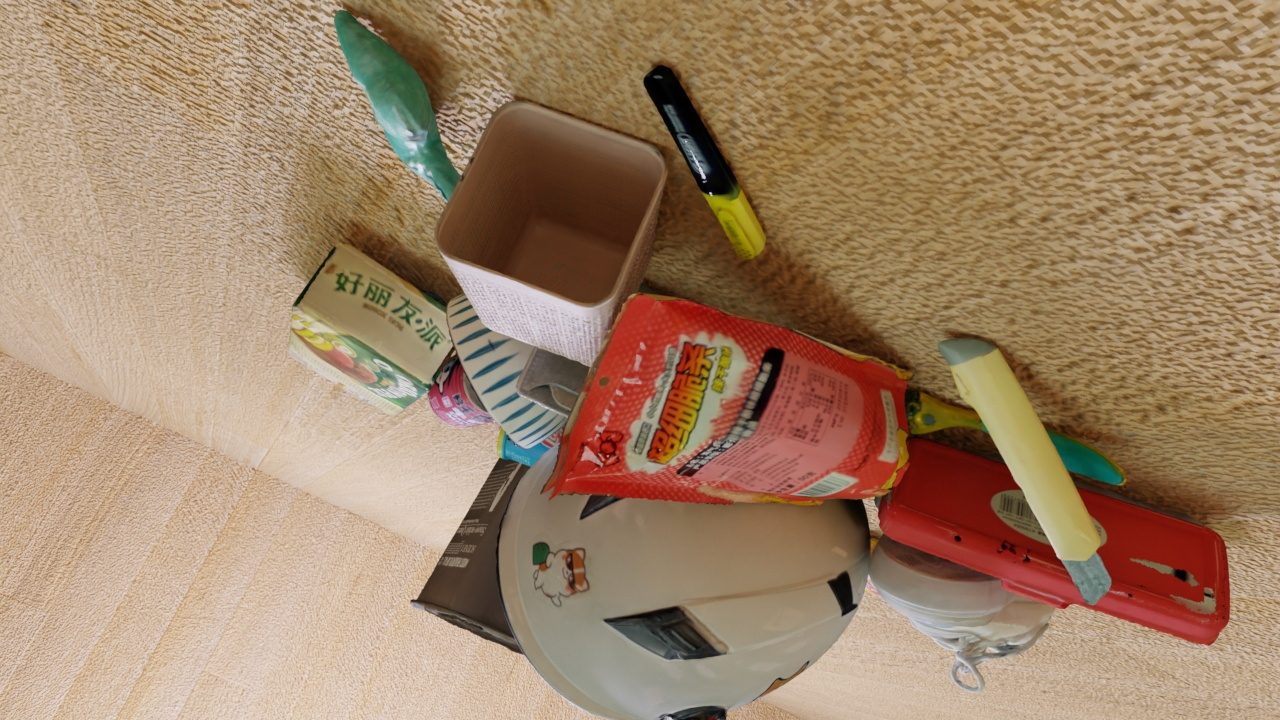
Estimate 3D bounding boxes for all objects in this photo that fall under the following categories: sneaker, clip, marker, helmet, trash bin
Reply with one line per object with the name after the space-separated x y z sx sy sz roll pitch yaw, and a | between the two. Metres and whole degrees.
0.227 0.178 0.656 0.241 0.091 0.090 15 -175 -46 | sneaker
-0.166 -0.037 0.746 0.026 0.037 0.058 26 158 8 | clip
0.032 -0.088 0.425 0.018 0.015 0.124 5 152 32 | marker
0.057 0.124 0.628 0.273 0.229 0.157 2 156 -41 | helmet
-0.102 0.202 0.981 0.198 0.219 0.199 30 159 -20 | trash bin

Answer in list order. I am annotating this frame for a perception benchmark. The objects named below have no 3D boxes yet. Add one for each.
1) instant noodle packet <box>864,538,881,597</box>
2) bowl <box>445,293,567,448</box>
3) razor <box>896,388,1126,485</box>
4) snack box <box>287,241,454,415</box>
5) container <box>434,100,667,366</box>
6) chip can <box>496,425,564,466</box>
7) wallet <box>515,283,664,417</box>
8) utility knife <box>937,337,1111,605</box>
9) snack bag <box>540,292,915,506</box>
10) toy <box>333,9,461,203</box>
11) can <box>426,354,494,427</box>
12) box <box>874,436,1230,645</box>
0.250 0.215 0.899 0.128 0.044 0.111 24 163 -4 | instant noodle packet
-0.076 -0.005 0.634 0.066 0.116 0.116 -27 145 6 | bowl
0.216 0.046 0.543 0.133 0.028 0.043 16 130 26 | razor
-0.225 -0.016 0.761 0.114 0.063 0.241 33 161 -13 | snack box
-0.041 -0.057 0.476 0.090 0.090 0.111 20 162 6 | container
-0.020 0.089 0.831 0.210 0.071 0.071 19 159 8 | chip can
0.001 0.005 0.553 0.129 0.106 0.037 26 156 -6 | wallet
0.214 0.062 0.498 0.031 0.019 0.182 -25 99 29 | utility knife
0.057 0.032 0.500 0.207 0.129 0.073 12 -150 -35 | snack bag
-0.113 -0.117 0.459 0.096 0.030 0.092 56 174 12 | toy
-0.140 0.022 0.795 0.066 0.066 0.094 32 158 -23 | can
0.249 0.123 0.586 0.201 0.094 0.100 17 140 13 | box
